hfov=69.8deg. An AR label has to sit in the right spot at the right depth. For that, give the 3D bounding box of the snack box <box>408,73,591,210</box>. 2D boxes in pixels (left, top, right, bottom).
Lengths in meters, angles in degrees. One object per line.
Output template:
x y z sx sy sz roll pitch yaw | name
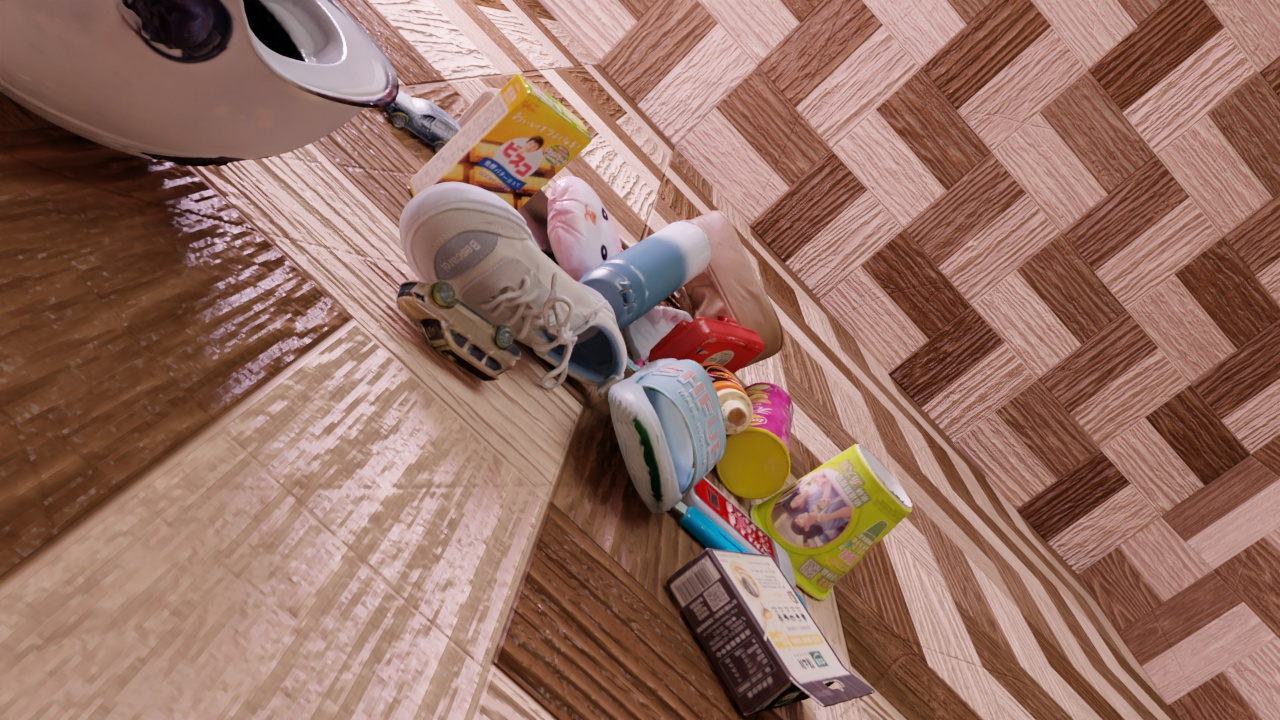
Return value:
-0.121 -0.172 0.792 0.087 0.141 0.033 26 29 -52 | snack box

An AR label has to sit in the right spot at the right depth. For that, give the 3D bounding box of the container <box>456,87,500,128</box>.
-0.142 -0.235 0.988 0.090 0.090 0.110 49 19 4 | container

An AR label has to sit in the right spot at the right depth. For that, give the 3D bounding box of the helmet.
-0.263 -0.193 0.462 0.258 0.146 0.228 45 15 -40 | helmet

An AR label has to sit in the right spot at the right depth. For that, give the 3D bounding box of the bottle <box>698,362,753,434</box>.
0.075 0.041 0.877 0.067 0.067 0.149 45 -1 -11 | bottle

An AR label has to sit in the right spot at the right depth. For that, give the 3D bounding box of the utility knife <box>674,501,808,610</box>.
0.080 0.163 0.751 0.159 0.018 0.034 42 17 -14 | utility knife

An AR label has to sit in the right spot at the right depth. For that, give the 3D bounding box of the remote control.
0.084 0.147 0.793 0.136 0.020 0.055 43 16 -16 | remote control

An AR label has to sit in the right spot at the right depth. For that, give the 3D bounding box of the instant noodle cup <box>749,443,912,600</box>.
0.187 0.147 0.874 0.111 0.124 0.111 43 16 -16 | instant noodle cup

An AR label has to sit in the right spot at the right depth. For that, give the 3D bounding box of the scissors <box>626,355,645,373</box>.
-0.006 0.003 0.852 0.138 0.017 0.083 53 13 -45 | scissors

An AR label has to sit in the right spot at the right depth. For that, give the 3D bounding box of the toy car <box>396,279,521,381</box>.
-0.123 -0.021 0.608 0.090 0.042 0.035 40 62 -29 | toy car

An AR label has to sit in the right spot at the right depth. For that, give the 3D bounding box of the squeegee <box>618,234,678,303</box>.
-0.012 -0.117 1.136 0.246 0.039 0.246 44 17 -16 | squeegee

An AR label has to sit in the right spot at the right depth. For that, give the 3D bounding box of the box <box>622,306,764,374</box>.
0.050 -0.033 0.999 0.101 0.095 0.201 56 18 16 | box

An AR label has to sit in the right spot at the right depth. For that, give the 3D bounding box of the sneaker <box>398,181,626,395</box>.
-0.085 -0.039 0.686 0.242 0.090 0.090 37 23 -54 | sneaker

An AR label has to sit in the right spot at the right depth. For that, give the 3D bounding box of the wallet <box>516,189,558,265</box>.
-0.112 -0.142 0.951 0.101 0.032 0.124 53 17 8 | wallet

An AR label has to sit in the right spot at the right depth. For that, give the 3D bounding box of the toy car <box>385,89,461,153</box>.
-0.214 -0.236 0.902 0.090 0.034 0.043 28 29 -48 | toy car

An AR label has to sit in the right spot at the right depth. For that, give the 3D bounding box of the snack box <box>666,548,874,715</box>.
0.091 0.193 0.640 0.113 0.053 0.125 23 30 -56 | snack box

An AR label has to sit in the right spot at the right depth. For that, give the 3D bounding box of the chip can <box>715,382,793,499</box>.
0.125 0.079 0.972 0.071 0.071 0.210 47 15 -1 | chip can

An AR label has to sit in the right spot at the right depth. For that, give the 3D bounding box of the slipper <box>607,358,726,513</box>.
0.031 0.048 0.743 0.245 0.074 0.104 -52 126 -77 | slipper

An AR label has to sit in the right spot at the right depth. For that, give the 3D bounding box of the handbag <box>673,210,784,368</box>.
0.095 -0.080 1.163 0.148 0.099 0.204 107 -38 -67 | handbag

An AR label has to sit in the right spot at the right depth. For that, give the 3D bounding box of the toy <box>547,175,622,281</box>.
-0.048 -0.113 0.941 0.159 0.054 0.121 53 30 -53 | toy

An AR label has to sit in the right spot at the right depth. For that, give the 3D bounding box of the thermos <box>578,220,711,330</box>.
0.003 -0.084 0.900 0.070 0.070 0.219 48 32 2 | thermos
